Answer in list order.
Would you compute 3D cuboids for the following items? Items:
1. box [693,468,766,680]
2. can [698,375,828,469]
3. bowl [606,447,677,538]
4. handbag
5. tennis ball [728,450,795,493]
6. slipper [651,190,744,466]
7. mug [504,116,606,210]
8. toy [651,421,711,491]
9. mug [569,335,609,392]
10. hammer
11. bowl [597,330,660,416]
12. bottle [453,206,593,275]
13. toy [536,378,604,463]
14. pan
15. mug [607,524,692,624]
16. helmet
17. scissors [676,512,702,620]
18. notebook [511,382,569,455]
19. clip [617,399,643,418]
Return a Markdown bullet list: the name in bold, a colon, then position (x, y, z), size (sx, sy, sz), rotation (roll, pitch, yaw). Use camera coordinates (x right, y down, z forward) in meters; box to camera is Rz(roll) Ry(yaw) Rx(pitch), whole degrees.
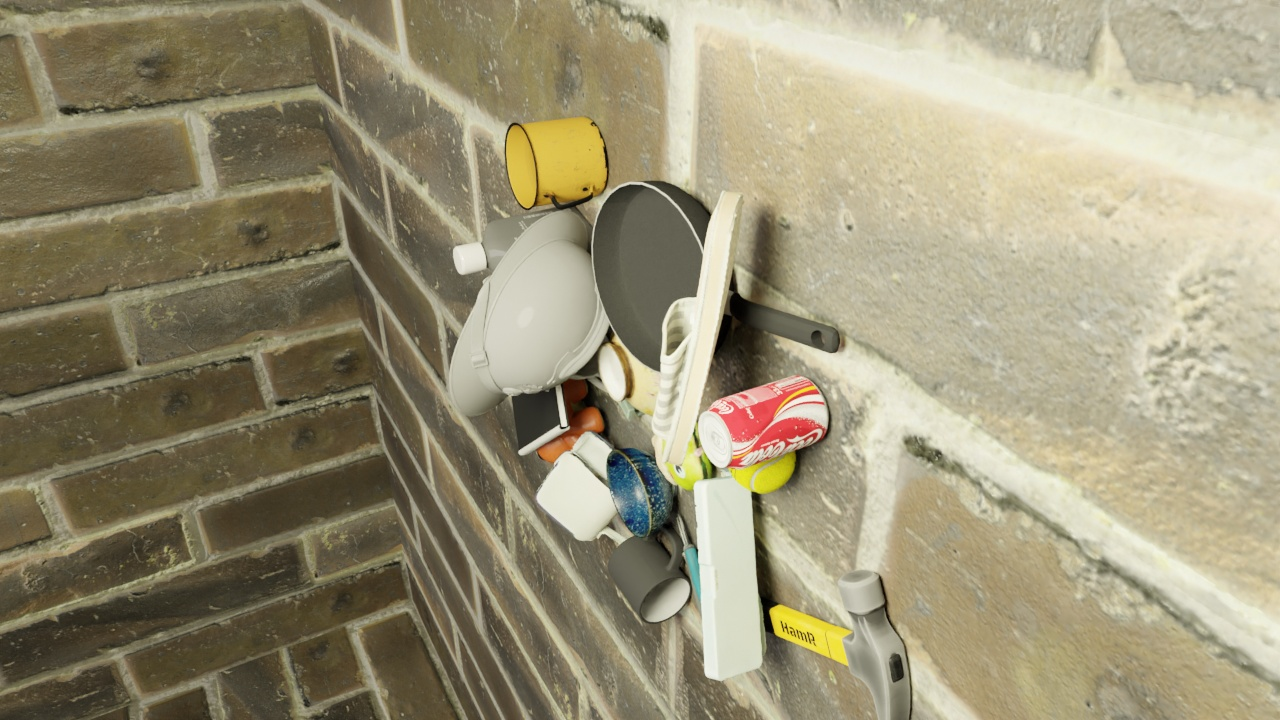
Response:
- **box**: position (0.088, 0.215, 0.949), size (0.126, 0.074, 0.197), rotation (85, -179, -88)
- **can**: position (0.109, 0.055, 0.812), size (0.064, 0.104, 0.064), rotation (44, 142, 48)
- **bowl**: position (0.008, 0.157, 1.142), size (0.114, 0.060, 0.114), rotation (44, 143, 45)
- **handbag**: position (-0.045, 0.195, 1.264), size (0.176, 0.073, 0.152), rotation (41, 136, 6)
- **tennis ball**: position (0.114, 0.092, 0.871), size (0.065, 0.065, 0.065), rotation (44, 142, 48)
- **slipper**: position (0.046, -0.024, 0.820), size (0.114, 0.054, 0.273), rotation (-78, 0, -56)
- **mug**: position (-0.095, -0.227, 1.085), size (0.123, 0.094, 0.101), rotation (62, 152, 28)
- **toy**: position (0.043, 0.105, 1.058), size (0.118, 0.043, 0.092), rotation (-6, 100, 67)
- **mug**: position (-0.075, 0.004, 1.234), size (0.107, 0.071, 0.089), rotation (48, 162, -10)
- **hammer**: position (0.159, 0.276, 0.937), size (0.325, 0.034, 0.170), rotation (-5, 101, 67)
- **bowl**: position (-0.007, 0.006, 1.079), size (0.145, 0.063, 0.145), rotation (42, 140, 48)
- **bottle**: position (-0.147, -0.142, 1.151), size (0.083, 0.173, 0.046), rotation (53, 148, 39)
- **toy**: position (-0.113, 0.095, 1.323), size (0.177, 0.096, 0.112), rotation (-44, 64, 42)
- **pan**: position (0.067, -0.066, 0.897), size (0.356, 0.044, 0.204), rotation (24, 125, 49)
- **mug**: position (0.018, 0.267, 1.184), size (0.088, 0.078, 0.114), rotation (45, 116, 47)
- **helmet**: position (-0.099, -0.034, 1.064), size (0.118, 0.271, 0.183), rotation (26, 173, 25)
- **scissors**: position (0.069, 0.263, 1.108), size (0.155, 0.019, 0.124), rotation (-118, 14, -68)
- **notebook**: position (-0.145, 0.041, 1.258), size (0.207, 0.016, 0.149), rotation (146, 116, -64)
- **clip**: position (-0.021, 0.041, 1.176), size (0.076, 0.042, 0.023), rotation (54, 147, 35)
